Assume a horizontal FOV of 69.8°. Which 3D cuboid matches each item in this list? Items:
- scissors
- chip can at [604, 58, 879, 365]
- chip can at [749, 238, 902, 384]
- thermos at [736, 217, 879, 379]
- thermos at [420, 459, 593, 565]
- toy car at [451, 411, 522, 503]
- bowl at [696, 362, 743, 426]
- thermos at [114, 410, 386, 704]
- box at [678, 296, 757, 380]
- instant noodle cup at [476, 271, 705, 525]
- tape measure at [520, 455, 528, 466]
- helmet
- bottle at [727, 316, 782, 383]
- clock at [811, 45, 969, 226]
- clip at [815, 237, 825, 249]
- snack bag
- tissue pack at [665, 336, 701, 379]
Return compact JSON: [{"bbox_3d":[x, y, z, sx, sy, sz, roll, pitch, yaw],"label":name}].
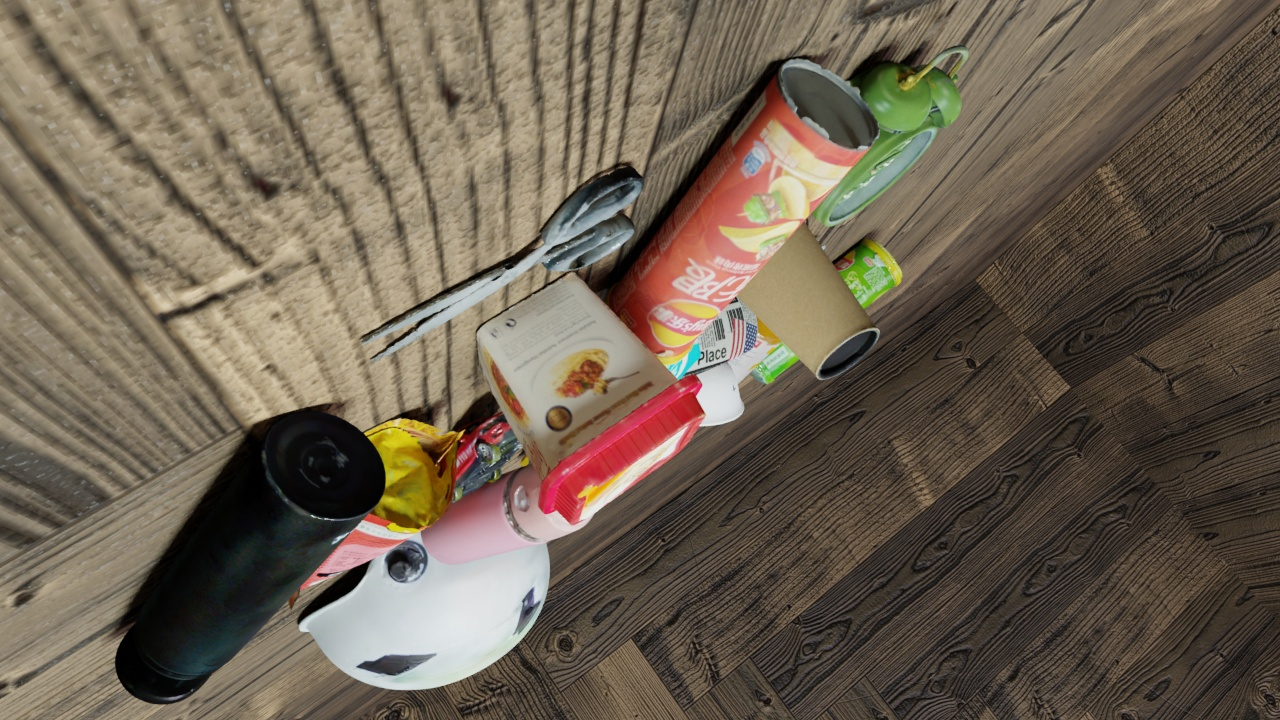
[{"bbox_3d":[-0.067,-0.049,0.505,0.165,0.014,0.162,-42,166,25],"label":"scissors"},{"bbox_3d":[0.054,-0.085,0.581,0.073,0.073,0.217,-26,162,-44],"label":"chip can"},{"bbox_3d":[0.218,-0.059,1.146,0.221,0.072,0.072,-38,168,1],"label":"chip can"},{"bbox_3d":[0.127,-0.057,0.752,0.093,0.143,0.093,-28,154,-15],"label":"thermos"},{"bbox_3d":[-0.115,0.120,0.781,0.067,0.087,0.199,4,159,-39],"label":"thermos"},{"bbox_3d":[-0.124,0.069,0.706,0.052,0.045,0.121,-26,170,-47],"label":"toy car"},{"bbox_3d":[0.046,0.012,0.902,0.118,0.118,0.065,-22,123,-52],"label":"bowl"},{"bbox_3d":[-0.237,0.118,0.547,0.243,0.068,0.089,-43,-160,32],"label":"thermos"},{"bbox_3d":[0.054,-0.024,0.838,0.163,0.052,0.068,-18,117,-48],"label":"box"},{"bbox_3d":[-0.039,0.023,0.584,0.116,0.124,0.116,-34,167,-18],"label":"instant noodle cup"},{"bbox_3d":[-0.088,0.086,0.911,0.057,0.029,0.060,-30,172,-37],"label":"tape measure"},{"bbox_3d":[-0.199,0.256,0.949,0.258,0.146,0.230,-31,166,-26],"label":"helmet"},{"bbox_3d":[0.119,-0.041,0.936,0.067,0.068,0.190,-25,163,-46],"label":"bottle"},{"bbox_3d":[0.163,-0.160,0.645,0.115,0.056,0.162,-24,162,-51],"label":"clock"},{"bbox_3d":[0.169,-0.112,0.935,0.026,0.038,0.058,-48,166,33],"label":"clip"},{"bbox_3d":[-0.191,0.115,0.656,0.128,0.073,0.208,-39,176,-36],"label":"snack bag"},{"bbox_3d":[-0.004,0.004,0.717,0.133,0.050,0.093,-48,158,-10],"label":"tissue pack"}]
